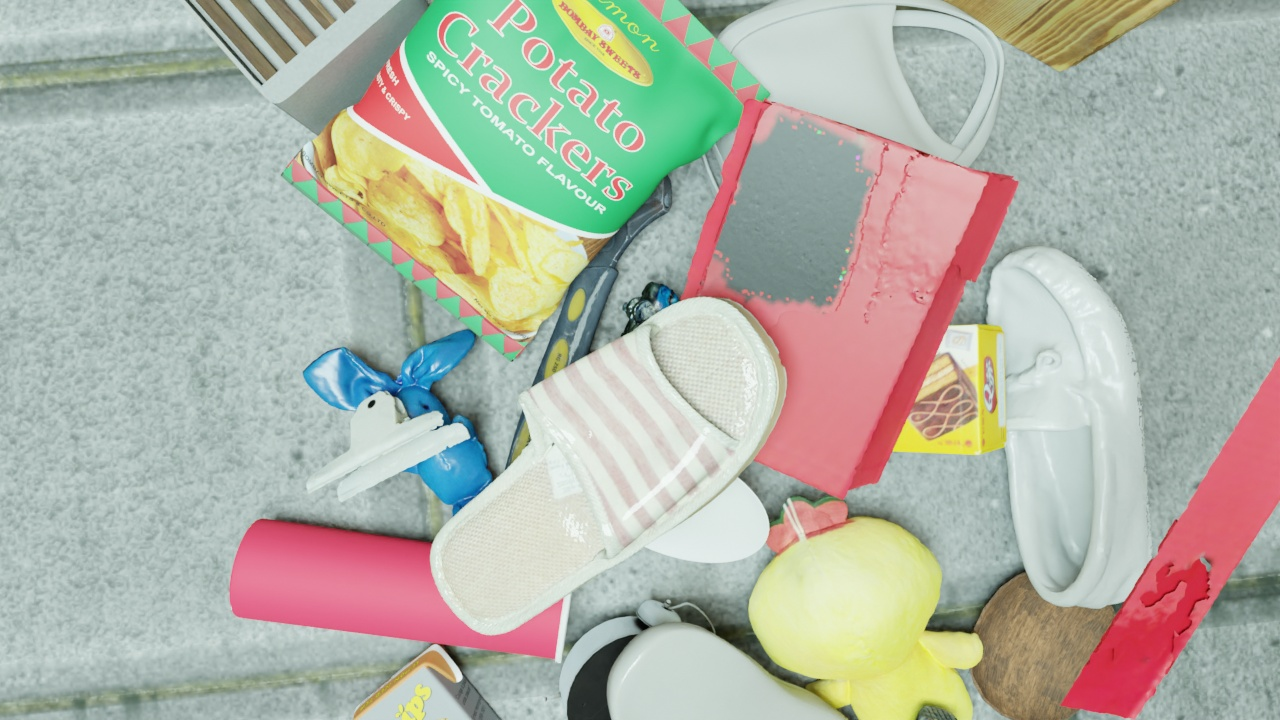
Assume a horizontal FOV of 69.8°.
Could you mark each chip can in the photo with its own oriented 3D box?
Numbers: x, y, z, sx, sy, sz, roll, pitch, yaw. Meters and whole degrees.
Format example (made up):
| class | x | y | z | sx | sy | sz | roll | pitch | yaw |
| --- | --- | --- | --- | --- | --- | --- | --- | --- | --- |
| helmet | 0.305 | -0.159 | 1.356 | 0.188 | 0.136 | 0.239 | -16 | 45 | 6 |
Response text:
| class | x | y | z | sx | sy | sz | roll | pitch | yaw |
| --- | --- | --- | --- | --- | --- | --- | --- | --- | --- |
| chip can | -0.158 | 0.157 | 0.629 | 0.220 | 0.069 | 0.069 | 8 | 91 | -1 |

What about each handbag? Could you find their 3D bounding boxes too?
| class | x | y | z | sx | sy | sz | roll | pitch | yaw |
| --- | --- | --- | --- | --- | --- | --- | --- | --- | --- |
| handbag | 0.163 | -0.165 | 0.642 | 0.222 | 0.096 | 0.216 | -26 | 93 | -13 |

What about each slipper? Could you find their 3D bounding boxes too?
| class | x | y | z | sx | sy | sz | roll | pitch | yaw |
| --- | --- | --- | --- | --- | --- | --- | --- | --- | --- |
| slipper | -0.032 | 0.066 | 0.532 | 0.263 | 0.052 | 0.115 | -43 | 77 | 17 |
| slipper | 0.066 | 0.256 | 0.624 | 0.266 | 0.081 | 0.112 | 44 | 78 | -26 |
| slipper | 0.279 | 0.044 | 0.623 | 0.074 | 0.112 | 0.246 | -4 | 85 | -38 |

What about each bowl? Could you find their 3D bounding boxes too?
| class | x | y | z | sx | sy | sz | roll | pitch | yaw |
| --- | --- | --- | --- | --- | --- | --- | --- | --- | --- |
| bowl | 0.285 | 0.203 | 0.662 | 0.102 | 0.026 | 0.114 | 32 | 89 | -2 |

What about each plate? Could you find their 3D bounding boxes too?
| class | x | y | z | sx | sy | sz | roll | pitch | yaw |
| --- | --- | --- | --- | --- | --- | --- | --- | --- | --- |
| plate | 0.021 | 0.093 | 0.617 | 0.134 | 0.135 | 0.011 | 26 | 51 | -2 |

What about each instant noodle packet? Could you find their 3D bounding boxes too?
| class | x | y | z | sx | sy | sz | roll | pitch | yaw |
| --- | --- | --- | --- | --- | --- | --- | --- | --- | --- |
| instant noodle packet | -0.077 | -0.142 | 0.581 | 0.195 | 0.090 | 0.253 | 40 | 111 | -16 |

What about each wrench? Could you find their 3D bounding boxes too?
| class | x | y | z | sx | sy | sz | roll | pitch | yaw |
| --- | --- | --- | --- | --- | --- | --- | --- | --- | --- |
| wrench | -0.043 | -0.026 | 0.644 | 0.073 | 0.022 | 0.273 | 21 | 94 | 26 |

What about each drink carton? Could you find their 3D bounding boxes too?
| class | x | y | z | sx | sy | sz | roll | pitch | yaw |
| --- | --- | --- | --- | --- | --- | --- | --- | --- | --- |
| drink carton | -0.133 | 0.269 | 0.641 | 0.076 | 0.048 | 0.125 | -39 | 92 | -1 |

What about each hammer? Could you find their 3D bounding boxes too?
| class | x | y | z | sx | sy | sz | roll | pitch | yaw |
| --- | --- | --- | --- | --- | --- | --- | --- | --- | --- |
| hammer | 0.321 | 0.326 | 0.643 | 0.318 | 0.032 | 0.130 | 12 | 106 | -9 |

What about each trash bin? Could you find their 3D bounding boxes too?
| class | x | y | z | sx | sy | sz | roll | pitch | yaw |
| --- | --- | --- | --- | --- | --- | --- | --- | --- | --- |
| trash bin | -0.250 | -0.272 | 0.595 | 0.114 | 0.114 | 0.229 | -41 | 92 | -1 |

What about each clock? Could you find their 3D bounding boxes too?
| class | x | y | z | sx | sy | sz | roll | pitch | yaw |
| --- | --- | --- | --- | --- | --- | --- | --- | --- | --- |
| clock | 0.000 | 0.218 | 0.639 | 0.122 | 0.035 | 0.094 | -41 | 111 | -7 |

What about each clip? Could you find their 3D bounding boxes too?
| class | x | y | z | sx | sy | sz | roll | pitch | yaw |
| --- | --- | --- | --- | --- | --- | --- | --- | --- | --- |
| clip | -0.165 | 0.051 | 0.587 | 0.102 | 0.057 | 0.052 | -26 | 107 | 8 |

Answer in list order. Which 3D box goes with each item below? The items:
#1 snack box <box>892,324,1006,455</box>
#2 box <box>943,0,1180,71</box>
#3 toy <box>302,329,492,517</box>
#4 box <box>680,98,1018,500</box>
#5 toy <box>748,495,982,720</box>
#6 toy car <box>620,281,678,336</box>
| class | x | y | z | sx | sy | sz | roll | pitch | yaw |
| --- | --- | --- | --- | --- | --- | --- | --- | --- | --- |
| snack box | 0.183 | 0.019 | 0.615 | 0.106 | 0.061 | 0.083 | -1 | 91 | 36 |
| box | 0.264 | -0.413 | 0.528 | 0.286 | 0.279 | 0.334 | 27 | 92 | -2 |
| toy | -0.137 | 0.051 | 0.630 | 0.112 | 0.071 | 0.176 | -34 | 81 | -3 |
| box | 0.122 | -0.047 | 0.595 | 0.165 | 0.152 | 0.214 | 22 | 114 | 12 |
| toy | 0.155 | 0.188 | 0.630 | 0.134 | 0.092 | 0.207 | -31 | 112 | 10 |
| toy car | -0.004 | 0.004 | 0.640 | 0.043 | 0.056 | 0.120 | 22 | 93 | -8 |
